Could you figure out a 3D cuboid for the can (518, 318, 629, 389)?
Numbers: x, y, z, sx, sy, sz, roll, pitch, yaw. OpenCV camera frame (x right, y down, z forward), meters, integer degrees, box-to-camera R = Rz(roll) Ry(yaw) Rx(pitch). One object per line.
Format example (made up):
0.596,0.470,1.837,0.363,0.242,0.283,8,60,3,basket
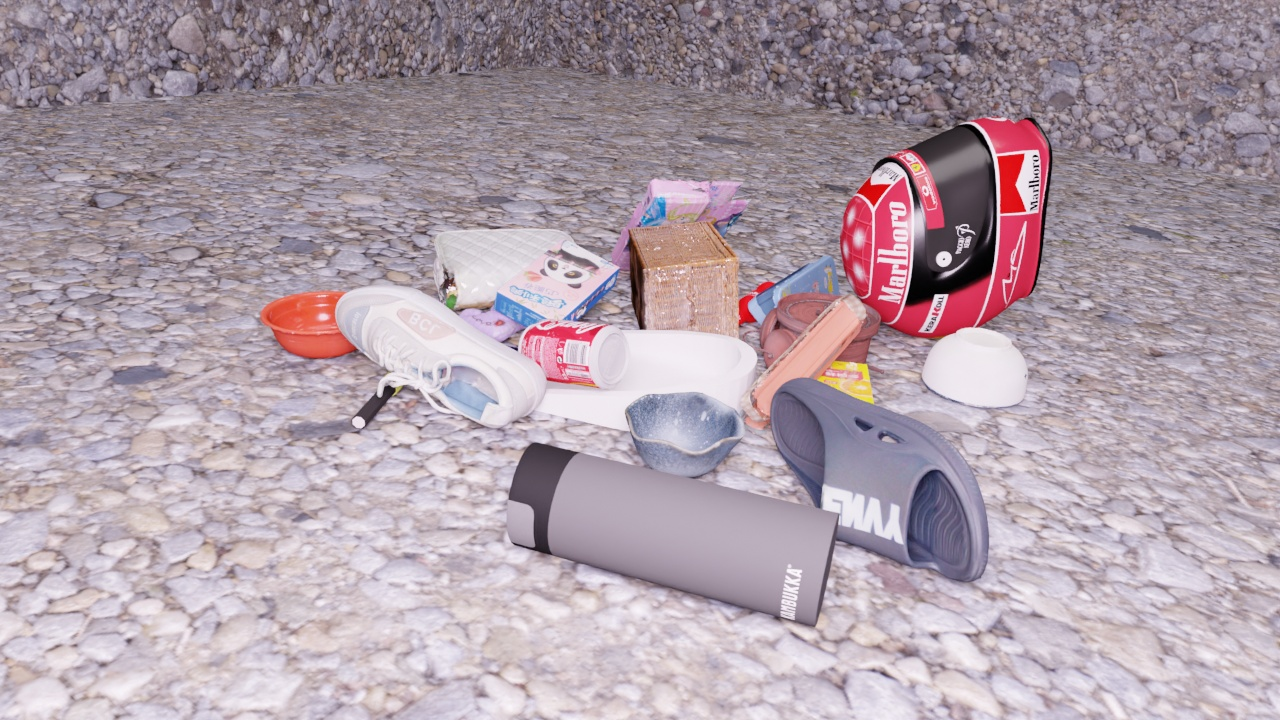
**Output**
-0.068,-0.008,0.926,0.105,0.064,0.064,7,22,36,can

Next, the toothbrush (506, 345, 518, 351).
-0.181,-0.023,1.055,0.189,0.017,0.016,7,23,23,toothbrush

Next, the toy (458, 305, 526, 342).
-0.173,-0.051,1.113,0.080,0.036,0.099,16,28,22,toy

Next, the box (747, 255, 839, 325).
0.218,-0.089,1.207,0.068,0.059,0.209,53,38,5,box

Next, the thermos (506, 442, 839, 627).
0.020,0.126,0.688,0.241,0.082,0.082,11,25,17,thermos

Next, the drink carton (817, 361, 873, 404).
0.208,0.042,0.950,0.058,0.043,0.134,6,24,7,drink carton

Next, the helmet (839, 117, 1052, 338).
0.365,-0.160,1.143,0.224,0.271,0.197,-5,23,-6,helmet

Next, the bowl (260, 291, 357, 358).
-0.361,-0.037,1.043,0.130,0.045,0.130,3,24,-1,bowl

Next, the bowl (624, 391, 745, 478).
0.038,0.074,0.841,0.110,0.055,0.110,3,24,-2,bowl

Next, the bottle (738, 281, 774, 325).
0.149,-0.072,1.202,0.036,0.036,0.118,16,28,25,bottle

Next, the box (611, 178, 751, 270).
0.061,-0.183,1.276,0.159,0.035,0.231,-2,-17,-17,box

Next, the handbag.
-0.174,-0.116,1.217,0.194,0.073,0.138,-4,34,-18,handbag

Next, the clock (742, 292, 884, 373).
0.198,-0.026,1.065,0.157,0.072,0.120,4,24,-1,clock

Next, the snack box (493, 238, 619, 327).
-0.101,-0.089,1.121,0.088,0.033,0.153,28,42,12,snack box

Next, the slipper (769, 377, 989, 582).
0.172,0.091,0.763,0.083,0.111,0.268,-12,25,-24,slipper

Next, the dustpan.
-0.006,0.006,0.988,0.258,0.053,0.191,11,25,17,dustpan

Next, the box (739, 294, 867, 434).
0.170,0.006,0.950,0.187,0.064,0.056,-41,86,-25,box

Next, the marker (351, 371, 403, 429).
-0.263,0.034,0.934,0.021,0.017,0.123,6,26,7,marker

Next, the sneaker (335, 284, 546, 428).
-0.216,-0.004,0.909,0.242,0.090,0.090,25,27,14,sneaker

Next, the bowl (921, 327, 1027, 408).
0.381,0.002,1.039,0.113,0.063,0.113,3,23,-2,bowl

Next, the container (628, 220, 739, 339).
0.051,-0.096,1.150,0.112,0.114,0.198,-4,23,-5,container
